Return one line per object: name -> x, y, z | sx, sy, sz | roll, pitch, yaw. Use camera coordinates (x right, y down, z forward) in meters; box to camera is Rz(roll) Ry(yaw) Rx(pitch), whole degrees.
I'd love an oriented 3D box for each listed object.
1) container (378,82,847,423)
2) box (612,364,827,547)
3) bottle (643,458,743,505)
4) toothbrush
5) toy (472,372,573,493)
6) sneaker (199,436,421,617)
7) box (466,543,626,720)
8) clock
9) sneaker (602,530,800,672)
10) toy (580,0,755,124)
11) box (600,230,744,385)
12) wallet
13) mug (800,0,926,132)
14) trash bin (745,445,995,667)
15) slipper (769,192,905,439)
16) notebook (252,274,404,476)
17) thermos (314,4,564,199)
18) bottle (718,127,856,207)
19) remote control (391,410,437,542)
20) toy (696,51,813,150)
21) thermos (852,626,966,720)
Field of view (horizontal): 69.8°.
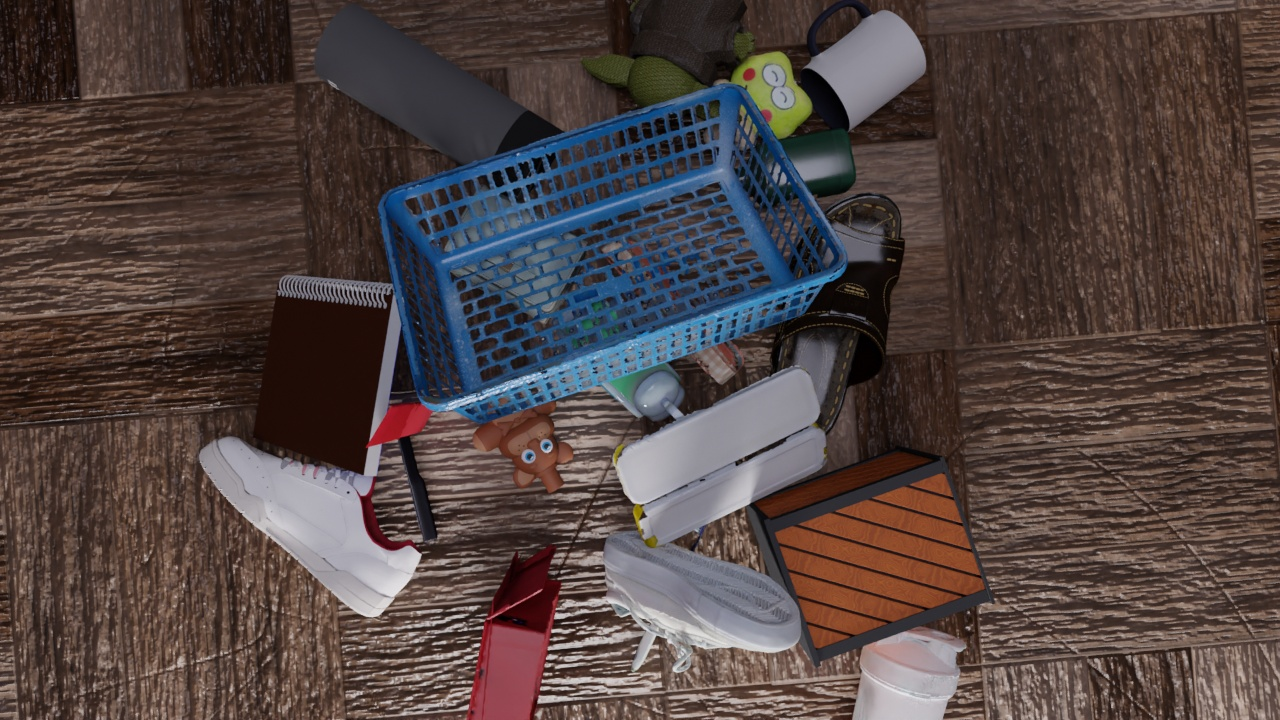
container -> -0.032, -0.091, 0.821 | 0.362, 0.089, 0.256 | -19, 55, -4
box -> 0.082, 0.094, 0.883 | 0.209, 0.036, 0.130 | -23, 120, -10
bottle -> 0.049, 0.119, 0.932 | 0.105, 0.056, 0.056 | -38, 90, -1
toothbrush -> 0.030, 0.236, 0.951 | 0.017, 0.016, 0.189 | 25, 89, 9
toy -> -0.117, 0.076, 0.926 | 0.094, 0.065, 0.127 | -32, 93, -15
sneaker -> -0.317, 0.140, 0.915 | 0.236, 0.090, 0.104 | 42, 80, 1
box -> -0.113, 0.277, 0.849 | 0.153, 0.214, 0.164 | -34, 91, -2
clock -> -0.005, 0.005, 0.895 | 0.075, 0.122, 0.161 | -45, 78, 0
sneaker -> 0.052, 0.237, 0.864 | 0.089, 0.243, 0.091 | -4, 100, -40
toy -> 0.043, -0.319, 0.924 | 0.179, 0.078, 0.153 | 25, 95, 16
box -> 0.034, -0.053, 0.929 | 0.042, 0.082, 0.187 | -41, 92, 13
wallet -> -0.128, -0.107, 0.932 | 0.131, 0.054, 0.100 | 27, 99, -5
mug -> 0.215, -0.304, 0.922 | 0.097, 0.078, 0.112 | -37, 109, -1
trash bin -> 0.213, 0.182, 0.891 | 0.172, 0.140, 0.139 | -19, 90, -1
slipper -> 0.197, -0.045, 0.926 | 0.113, 0.076, 0.268 | 19, 89, -1
notebook -> -0.303, 0.007, 0.879 | 0.209, 0.022, 0.171 | 8, 89, 41
thermos -> -0.199, -0.256, 0.919 | 0.240, 0.082, 0.082 | 31, 89, 0
bottle -> 0.145, -0.192, 0.934 | 0.131, 0.061, 0.061 | -11, 87, -1
remote control -> -0.232, 0.118, 0.940 | 0.015, 0.032, 0.136 | -14, 89, -12
toy -> 0.113, -0.261, 0.943 | 0.115, 0.046, 0.092 | -26, 89, 7
thermos -> 0.249, 0.371, 0.916 | 0.099, 0.099, 0.220 | 13, 93, -1
